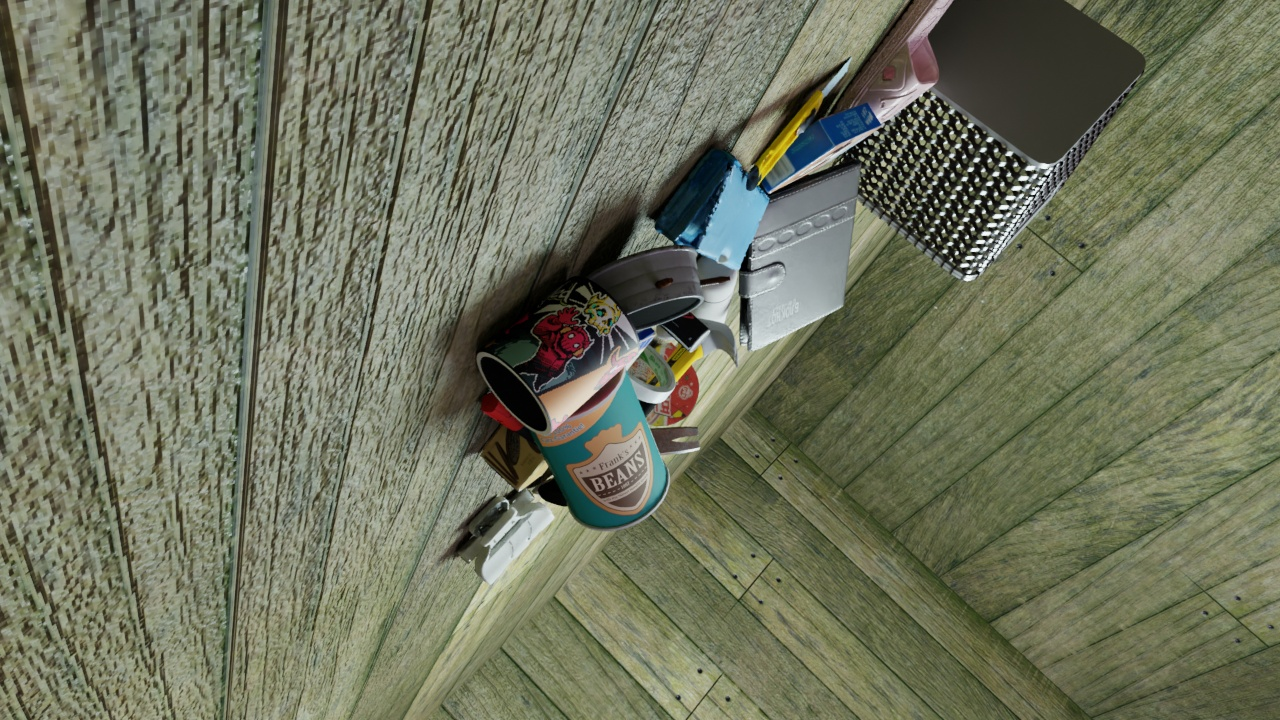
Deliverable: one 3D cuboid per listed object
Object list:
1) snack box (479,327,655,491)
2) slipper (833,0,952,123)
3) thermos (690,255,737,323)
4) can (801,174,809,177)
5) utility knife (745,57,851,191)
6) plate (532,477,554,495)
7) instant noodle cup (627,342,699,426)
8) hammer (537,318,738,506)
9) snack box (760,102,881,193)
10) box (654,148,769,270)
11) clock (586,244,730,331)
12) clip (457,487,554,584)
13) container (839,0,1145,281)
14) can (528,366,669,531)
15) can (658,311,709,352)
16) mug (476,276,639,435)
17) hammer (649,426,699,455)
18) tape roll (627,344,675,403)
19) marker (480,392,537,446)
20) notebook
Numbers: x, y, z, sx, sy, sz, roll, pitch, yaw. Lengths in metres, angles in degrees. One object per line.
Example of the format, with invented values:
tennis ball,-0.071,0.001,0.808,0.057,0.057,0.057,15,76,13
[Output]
snack box,-0.073,0.034,0.899,0.207,0.057,0.056,-51,172,20
slipper,0.291,-0.320,0.999,0.094,0.064,0.240,-35,163,-49
thermos,0.084,-0.073,1.129,0.052,0.052,0.224,-45,170,-11
can,0.195,-0.161,1.146,0.116,0.086,0.086,-48,170,4
utility knife,0.152,-0.229,0.865,0.216,0.019,0.031,-55,168,-32
plate,-0.055,0.163,1.270,0.189,0.027,0.188,-17,-178,0
instant noodle cup,0.031,0.031,1.222,0.100,0.100,0.112,-48,178,8
hammer,0.002,0.046,0.988,0.322,0.127,0.029,-47,132,-41
snack box,0.186,-0.224,0.958,0.087,0.034,0.150,-31,-178,38
box,0.083,-0.137,0.882,0.093,0.054,0.231,-50,169,10
clock,-0.007,-0.055,0.782,0.148,0.056,0.103,-27,168,40
clip,-0.168,0.227,1.180,0.126,0.099,0.152,-47,180,-14
container,0.437,-0.302,1.171,0.247,0.245,0.244,-44,166,-17
can,-0.041,0.066,0.805,0.099,0.099,0.144,-42,134,-24
can,0.032,-0.046,0.941,0.031,0.080,0.031,-45,169,-11
mug,-0.072,-0.003,0.729,0.098,0.082,0.118,-42,-164,-24
hammer,-0.014,0.112,1.255,0.137,0.035,0.315,-4,176,-9
tape roll,-0.006,0.006,0.952,0.018,0.094,0.093,-52,169,24
marker,-0.094,0.065,0.837,0.023,0.021,0.145,-42,142,4
notebook,0.185,-0.121,1.086,0.169,0.029,0.209,-25,132,-22
